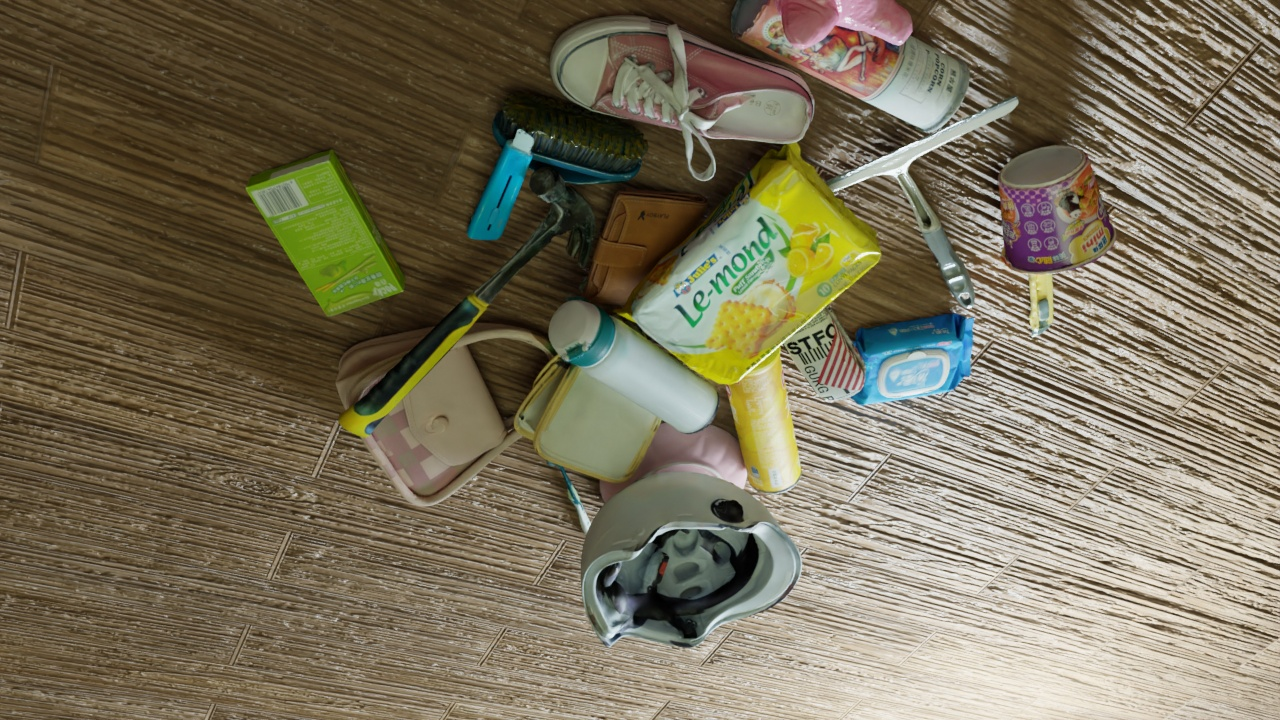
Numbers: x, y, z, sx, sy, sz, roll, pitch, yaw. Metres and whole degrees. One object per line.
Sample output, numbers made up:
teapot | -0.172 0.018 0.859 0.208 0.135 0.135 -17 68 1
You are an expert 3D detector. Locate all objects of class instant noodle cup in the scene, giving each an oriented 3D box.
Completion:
instant noodle cup | 0.419 -0.157 0.937 0.112 0.111 0.099 -22 122 8

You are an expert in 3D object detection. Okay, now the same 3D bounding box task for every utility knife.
utility knife | 0.459 -0.086 1.057 0.031 0.018 0.152 -23 124 2
utility knife | -0.128 -0.161 0.851 0.034 0.018 0.166 11 150 -18

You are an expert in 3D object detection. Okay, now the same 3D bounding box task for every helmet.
helmet | 0.047 0.220 1.094 0.258 0.145 0.230 -4 131 -16

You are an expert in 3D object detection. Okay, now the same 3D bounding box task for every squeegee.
squeegee | 0.305 -0.142 0.968 0.247 0.039 0.246 -22 132 27

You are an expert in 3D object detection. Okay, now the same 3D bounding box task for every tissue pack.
tissue pack | 0.316 0.000 1.074 0.157 0.052 0.095 -10 129 -2

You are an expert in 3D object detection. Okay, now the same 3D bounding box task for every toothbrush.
toothbrush | -0.087 0.177 1.171 0.018 0.016 0.192 -10 130 11

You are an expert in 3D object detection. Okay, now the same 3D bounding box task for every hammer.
hammer | -0.169 -0.044 0.899 0.323 0.032 0.126 -45 152 5

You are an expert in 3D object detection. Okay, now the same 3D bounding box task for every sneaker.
sneaker | 0.035 -0.233 0.800 0.241 0.087 0.118 13 126 -2

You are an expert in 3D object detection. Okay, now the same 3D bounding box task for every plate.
plate | 0.045 0.159 1.163 0.192 0.039 0.193 -5 129 -6

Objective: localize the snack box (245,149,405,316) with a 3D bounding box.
snack box | -0.301 -0.120 0.890 0.086 0.026 0.156 -18 129 5

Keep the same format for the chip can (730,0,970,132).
chip can | 0.187 -0.277 0.820 0.214 0.071 0.071 18 123 -21

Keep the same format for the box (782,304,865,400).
box | 0.192 -0.022 1.013 0.074 0.064 0.164 -37 107 4

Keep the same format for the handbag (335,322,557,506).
handbag | -0.194 0.040 1.013 0.234 0.093 0.193 -23 129 -6

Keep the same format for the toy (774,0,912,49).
toy | 0.123 -0.330 0.718 0.178 0.194 0.075 -9 169 -26

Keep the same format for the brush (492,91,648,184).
brush | -0.068 -0.198 0.852 0.143 0.055 0.074 11 147 -18

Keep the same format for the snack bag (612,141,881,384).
snack bag | 0.109 -0.090 0.925 0.158 0.068 0.247 35 113 -30

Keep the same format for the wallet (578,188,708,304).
wallet | -0.004 -0.113 0.933 0.118 0.035 0.131 -3 132 -31

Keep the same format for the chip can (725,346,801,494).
chip can | 0.144 0.065 1.084 0.072 0.072 0.213 -16 129 3

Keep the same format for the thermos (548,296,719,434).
thermos | -0.006 0.006 0.966 0.073 0.073 0.224 -37 136 19

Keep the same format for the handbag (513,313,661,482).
handbag | -0.042 0.036 1.028 0.163 0.063 0.179 28 93 -45
